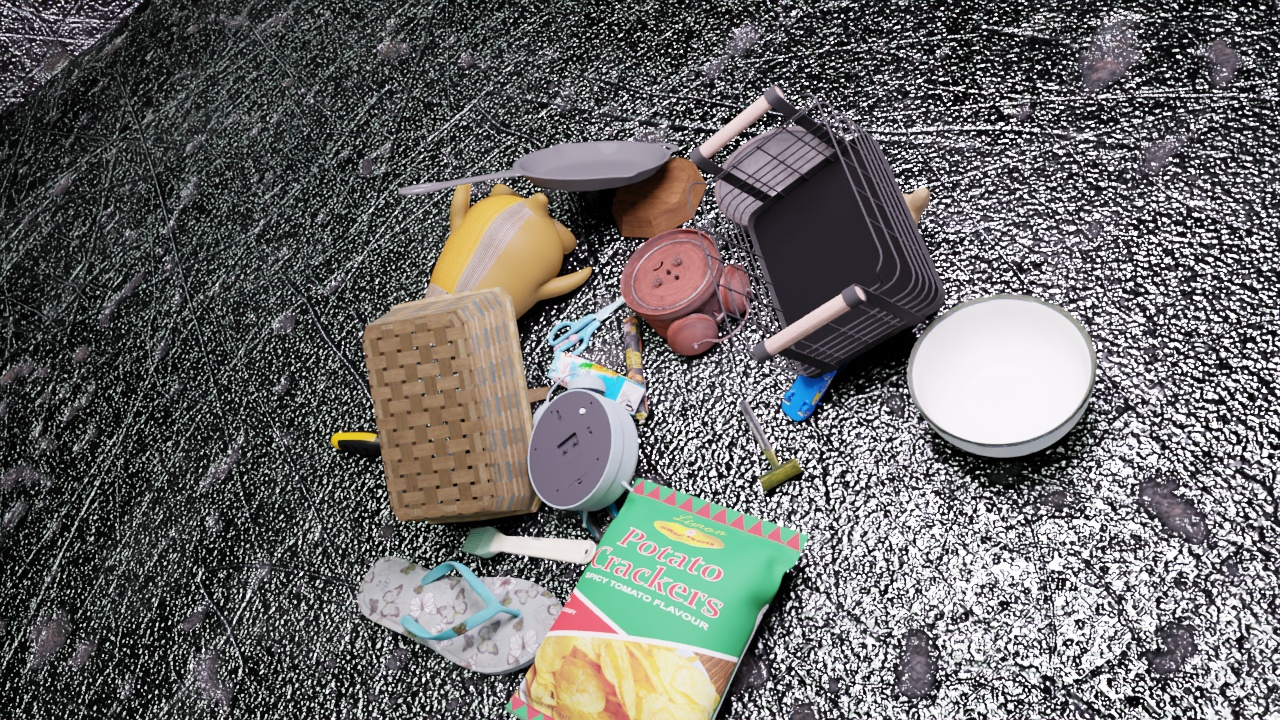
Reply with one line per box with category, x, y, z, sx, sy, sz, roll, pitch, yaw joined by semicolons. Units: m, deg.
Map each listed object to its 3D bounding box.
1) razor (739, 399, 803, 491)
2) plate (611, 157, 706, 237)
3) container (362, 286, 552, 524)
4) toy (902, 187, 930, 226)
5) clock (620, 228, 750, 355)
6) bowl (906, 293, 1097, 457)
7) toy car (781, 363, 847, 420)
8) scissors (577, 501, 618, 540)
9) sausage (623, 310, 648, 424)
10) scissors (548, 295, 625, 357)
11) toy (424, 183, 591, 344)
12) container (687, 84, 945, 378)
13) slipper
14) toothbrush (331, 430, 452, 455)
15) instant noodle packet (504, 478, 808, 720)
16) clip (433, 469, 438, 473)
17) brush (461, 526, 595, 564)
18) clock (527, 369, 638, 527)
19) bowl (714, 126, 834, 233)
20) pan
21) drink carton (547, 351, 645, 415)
razor;0.122;0.080;0.920;0.042;0.026;0.105;-31;46;9
plate;0.018;-0.214;1.167;0.131;0.025;0.131;-14;54;19
container;-0.191;0.051;1.008;0.158;0.186;0.250;-9;92;14
toy;0.254;-0.123;0.942;0.134;0.105;0.108;19;80;31
clock;0.054;-0.073;1.024;0.120;0.072;0.158;-47;49;-7
bowl;0.322;0.022;0.819;0.154;0.073;0.153;-13;54;19
toy car;0.190;0.020;0.931;0.033;0.061;0.092;44;114;42
scissors;-0.058;0.127;0.982;0.138;0.019;0.129;-3;65;35
sausage;-0.006;0.006;1.037;0.020;0.020;0.155;-17;53;17
scissors;-0.053;-0.052;1.110;0.138;0.015;0.063;-35;45;-6
toy;-0.185;-0.105;1.138;0.198;0.163;0.203;35;79;-1
container;0.154;-0.115;0.863;0.163;0.130;0.241;-34;57;33
slipper;-0.204;0.259;0.952;0.269;0.055;0.098;3;63;31
toothbrush;-0.298;0.102;1.122;0.197;0.031;0.030;1;54;23
instant noodle packet;0.012;0.237;0.825;0.196;0.090;0.252;14;62;37
clip;-0.250;0.153;1.074;0.053;0.039;0.047;-32;45;3
brush;-0.117;0.189;0.934;0.218;0.012;0.033;-7;54;47
clock;-0.063;0.083;0.949;0.123;0.045;0.159;-40;52;27
bowl;0.164;-0.191;1.047;0.145;0.067;0.144;-14;54;19
pan;-0.115;-0.225;1.113;0.353;0.024;0.216;-14;27;-22
drink carton;-0.052;0.024;1.021;0.129;0.044;0.038;21;86;47
